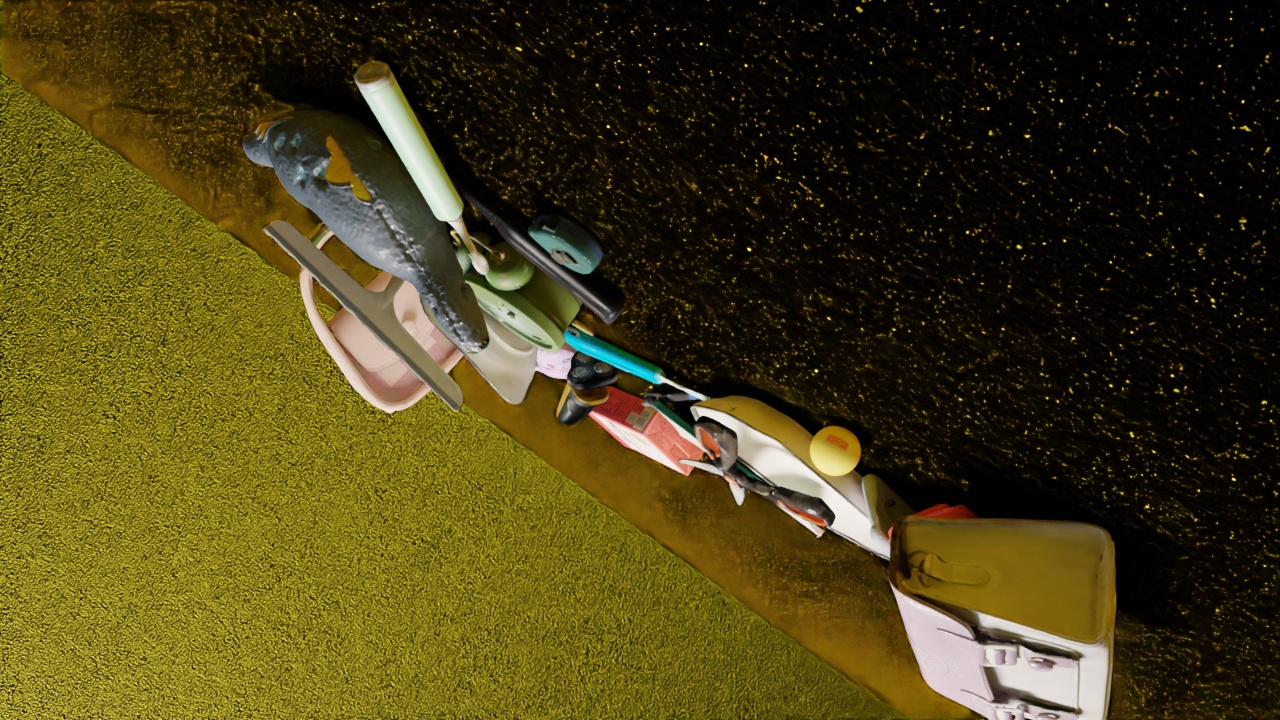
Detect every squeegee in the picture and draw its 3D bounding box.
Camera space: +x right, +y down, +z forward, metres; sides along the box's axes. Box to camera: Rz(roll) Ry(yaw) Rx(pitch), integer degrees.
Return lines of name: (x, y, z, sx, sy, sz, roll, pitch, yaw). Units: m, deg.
squeegee: (-0.249, -0.101, 0.958, 0.246, 0.039, 0.246, 48, -163, -25)

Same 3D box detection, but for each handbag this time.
handbag: (-0.318, -0.071, 1.129, 0.093, 0.193, 0.234, 15, 147, 52)
handbag: (0.268, 0.197, 0.675, 0.145, 0.098, 0.197, 5, 145, 30)

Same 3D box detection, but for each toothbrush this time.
toothbrush: (-0.100, -0.107, 0.779, 0.212, 0.026, 0.027, 39, 132, -13)
toothbrush: (-0.165, -0.142, 0.733, 0.027, 0.026, 0.225, 39, 163, 34)
toothbrush: (0.036, 0.042, 1.000, 0.014, 0.016, 0.190, 32, 168, -15)

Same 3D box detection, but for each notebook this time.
notebook: (0.112, 0.125, 1.033, 0.209, 0.012, 0.150, 36, 176, 23)

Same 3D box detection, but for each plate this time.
plate: (0.163, 0.110, 0.881, 0.265, 0.034, 0.162, 39, 168, -17)
plate: (-0.160, -0.047, 0.990, 0.163, 0.034, 0.164, 50, -160, -22)

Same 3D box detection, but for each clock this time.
clock: (-0.123, -0.073, 0.887, 0.116, 0.056, 0.161, 19, 160, 48)

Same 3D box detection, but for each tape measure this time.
tape measure: (-0.058, -0.091, 0.725, 0.058, 0.025, 0.054, 40, 167, -26)

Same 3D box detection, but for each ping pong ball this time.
ping pong ball: (0.158, 0.073, 0.744, 0.040, 0.040, 0.040, 33, 168, 8)

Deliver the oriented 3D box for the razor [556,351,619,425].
razor: (-0.074, 0.039, 1.114, 0.168, 0.062, 0.067, 126, 127, -64)

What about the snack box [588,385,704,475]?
snack box: (0.002, 0.087, 1.184, 0.127, 0.044, 0.113, 21, 162, 45)

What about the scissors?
scissors: (0.102, 0.118, 0.909, 0.231, 0.021, 0.221, 24, 160, 37)

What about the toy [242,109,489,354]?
toy: (-0.251, -0.143, 0.814, 0.356, 0.091, 0.138, 41, 146, 20)

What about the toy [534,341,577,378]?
toy: (-0.105, -0.002, 1.126, 0.084, 0.039, 0.108, 8, 164, 6)

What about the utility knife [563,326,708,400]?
utility knife: (-0.006, 0.006, 0.965, 0.209, 0.018, 0.034, 23, 163, 39)

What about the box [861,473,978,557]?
box: (0.284, 0.171, 0.794, 0.201, 0.099, 0.113, 41, 132, -23)
